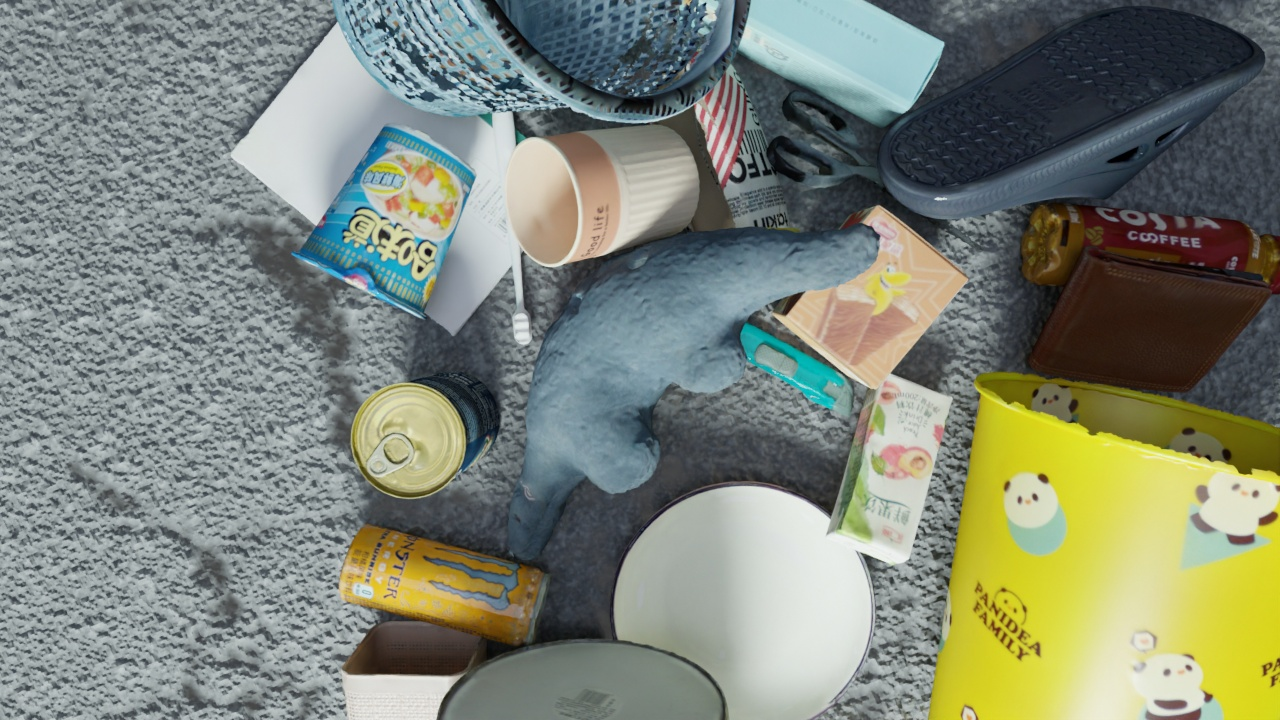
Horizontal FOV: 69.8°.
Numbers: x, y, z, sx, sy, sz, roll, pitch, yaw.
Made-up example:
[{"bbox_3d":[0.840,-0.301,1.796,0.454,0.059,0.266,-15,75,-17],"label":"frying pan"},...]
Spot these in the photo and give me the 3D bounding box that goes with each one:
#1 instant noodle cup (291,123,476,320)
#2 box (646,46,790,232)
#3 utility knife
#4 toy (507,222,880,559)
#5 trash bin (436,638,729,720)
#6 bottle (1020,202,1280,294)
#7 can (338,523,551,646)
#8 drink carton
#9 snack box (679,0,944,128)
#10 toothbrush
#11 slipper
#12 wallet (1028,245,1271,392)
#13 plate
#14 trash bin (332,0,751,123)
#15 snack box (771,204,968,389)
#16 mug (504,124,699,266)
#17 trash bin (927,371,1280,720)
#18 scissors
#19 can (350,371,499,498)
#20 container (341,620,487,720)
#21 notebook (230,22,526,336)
[{"bbox_3d":[-0.166,-0.097,0.628,0.099,0.099,0.110,27,85,-1],"label":"instant noodle cup"},{"bbox_3d":[0.052,-0.131,0.648,0.086,0.076,0.163,-19,96,42],"label":"box"},{"bbox_3d":[0.083,-0.009,0.675,0.174,0.013,0.029,28,94,-1],"label":"utility knife"},{"bbox_3d":[-0.004,0.004,0.624,0.357,0.091,0.138,-46,67,25],"label":"toy"},{"bbox_3d":[-0.035,0.338,0.593,0.229,0.229,0.252,0,100,2],"label":"trash bin"},{"bbox_3d":[0.361,-0.074,0.636,0.175,0.057,0.057,5,95,2],"label":"bottle"},{"bbox_3d":[-0.143,0.166,0.677,0.146,0.058,0.058,14,95,1],"label":"can"},{"bbox_3d":[0.173,0.076,0.644,0.053,0.046,0.122,21,71,2],"label":"drink carton"},{"bbox_3d":[0.111,-0.224,0.624,0.175,0.074,0.051,28,96,-1],"label":"snack box"},{"bbox_3d":[-0.093,-0.101,0.662,0.016,0.016,0.180,-5,94,-6],"label":"toothbrush"},{"bbox_3d":[0.281,-0.156,0.622,0.268,0.083,0.110,-25,53,-7],"label":"slipper"},{"bbox_3d":[0.342,-0.027,0.625,0.124,0.032,0.101,8,136,-2],"label":"wallet"},{"bbox_3d":[0.074,0.181,0.679,0.192,0.039,0.192,0,95,2],"label":"plate"},{"bbox_3d":[-0.077,-0.241,0.550,0.226,0.195,0.226,-1,91,-42],"label":"trash bin"},{"bbox_3d":[0.152,-0.044,0.629,0.077,0.092,0.094,39,96,-1],"label":"snack box"},{"bbox_3d":[-0.032,-0.108,0.625,0.105,0.115,0.081,-19,82,-37],"label":"mug"},{"bbox_3d":[0.303,0.158,0.585,0.229,0.229,0.255,10,100,1],"label":"trash bin"},{"bbox_3d":[0.162,-0.126,0.642,0.162,0.014,0.165,-19,71,-32],"label":"scissors"},{"bbox_3d":[-0.145,0.048,0.640,0.075,0.111,0.075,0,94,4],"label":"can"},{"bbox_3d":[-0.161,0.261,0.673,0.090,0.090,0.111,0,98,2],"label":"container"},{"bbox_3d":[-0.172,-0.140,0.673,0.209,0.012,0.150,40,94,-3],"label":"notebook"}]
